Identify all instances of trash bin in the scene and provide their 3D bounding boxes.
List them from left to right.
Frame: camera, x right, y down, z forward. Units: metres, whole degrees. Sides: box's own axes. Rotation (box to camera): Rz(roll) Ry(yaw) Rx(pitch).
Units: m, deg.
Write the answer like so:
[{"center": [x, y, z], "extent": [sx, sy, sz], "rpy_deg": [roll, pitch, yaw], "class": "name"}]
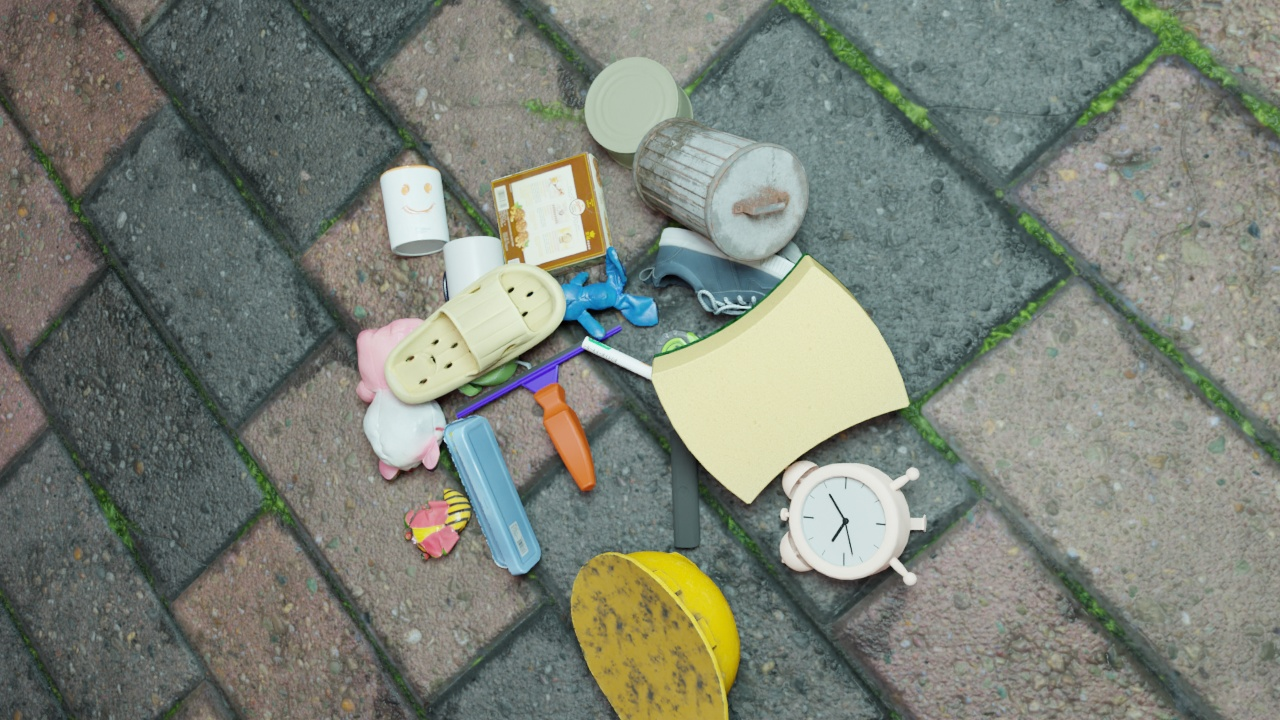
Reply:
[{"center": [0.091, -0.203, 1.065], "extent": [0.131, 0.130, 0.211], "rpy_deg": [-56, 36, 6], "class": "trash bin"}]

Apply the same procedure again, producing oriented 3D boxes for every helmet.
[{"center": [0.043, 0.326, 1.083], "extent": [0.206, 0.131, 0.255], "rpy_deg": [-32, 81, 44], "class": "helmet"}]

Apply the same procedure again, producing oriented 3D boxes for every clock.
[{"center": [-0.215, -0.005, 1.240], "extent": [0.119, 0.042, 0.094], "rpy_deg": [-19, 79, 16], "class": "clock"}, {"center": [0.244, 0.185, 1.070], "extent": [0.161, 0.086, 0.131], "rpy_deg": [0, 85, 27], "class": "clock"}]

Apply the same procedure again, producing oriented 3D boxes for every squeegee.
[{"center": [-0.100, 0.086, 1.188], "extent": [0.250, 0.055, 0.184], "rpy_deg": [-28, 62, 5], "class": "squeegee"}]

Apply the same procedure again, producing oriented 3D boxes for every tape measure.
[{"center": [0.052, -0.010, 1.161], "extent": [0.066, 0.035, 0.059], "rpy_deg": [24, 102, 14], "class": "tape measure"}]

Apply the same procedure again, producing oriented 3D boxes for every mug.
[{"center": [-0.310, -0.206, 1.266], "extent": [0.082, 0.082, 0.105], "rpy_deg": [-12, 83, 16], "class": "mug"}, {"center": [-0.231, -0.105, 1.242], "extent": [0.112, 0.078, 0.097], "rpy_deg": [-16, 79, 44], "class": "mug"}]

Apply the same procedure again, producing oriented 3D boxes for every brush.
[{"center": [0.158, 0.022, 1.058], "extent": [0.250, 0.075, 0.195], "rpy_deg": [-34, 103, 14], "class": "brush"}]

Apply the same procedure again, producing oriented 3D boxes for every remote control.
[{"center": [0.055, 0.161, 1.154], "extent": [0.033, 0.015, 0.146], "rpy_deg": [-4, 84, 17], "class": "remote control"}]

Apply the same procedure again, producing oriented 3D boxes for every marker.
[{"center": [-0.007, 0.007, 1.175], "extent": [0.145, 0.017, 0.017], "rpy_deg": [25, 93, 8], "class": "marker"}]

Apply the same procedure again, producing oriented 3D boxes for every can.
[{"center": [-0.002, -0.317, 1.183], "extent": [0.128, 0.073, 0.127], "rpy_deg": [-2, 85, 17], "class": "can"}]

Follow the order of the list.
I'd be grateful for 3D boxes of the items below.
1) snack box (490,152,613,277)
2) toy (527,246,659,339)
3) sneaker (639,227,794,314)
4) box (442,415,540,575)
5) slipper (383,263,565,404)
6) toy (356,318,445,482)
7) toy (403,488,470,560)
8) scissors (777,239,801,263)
[{"center": [-0.117, -0.187, 1.225], "extent": [0.147, 0.041, 0.143], "rpy_deg": [-14, 81, 16], "class": "snack box"}, {"center": [-0.071, -0.086, 1.184], "extent": [0.177, 0.070, 0.113], "rpy_deg": [-5, 103, 20], "class": "toy"}, {"center": [0.113, -0.094, 1.123], "extent": [0.236, 0.089, 0.087], "rpy_deg": [19, 88, 24], "class": "sneaker"}, {"center": [-0.202, 0.177, 1.184], "extent": [0.079, 0.072, 0.210], "rpy_deg": [-16, 99, 29], "class": "box"}, {"center": [-0.220, -0.034, 1.148], "extent": [0.262, 0.079, 0.111], "rpy_deg": [-32, 83, 10], "class": "slipper"}, {"center": [-0.329, 0.054, 1.246], "extent": [0.142, 0.084, 0.213], "rpy_deg": [-13, 83, 29], "class": "toy"}, {"center": [-0.274, 0.223, 1.240], "extent": [0.103, 0.046, 0.084], "rpy_deg": [-45, 61, 4], "class": "toy"}, {"center": [0.160, -0.184, 1.150], "extent": [0.131, 0.019, 0.149], "rpy_deg": [14, 89, 19], "class": "scissors"}]
